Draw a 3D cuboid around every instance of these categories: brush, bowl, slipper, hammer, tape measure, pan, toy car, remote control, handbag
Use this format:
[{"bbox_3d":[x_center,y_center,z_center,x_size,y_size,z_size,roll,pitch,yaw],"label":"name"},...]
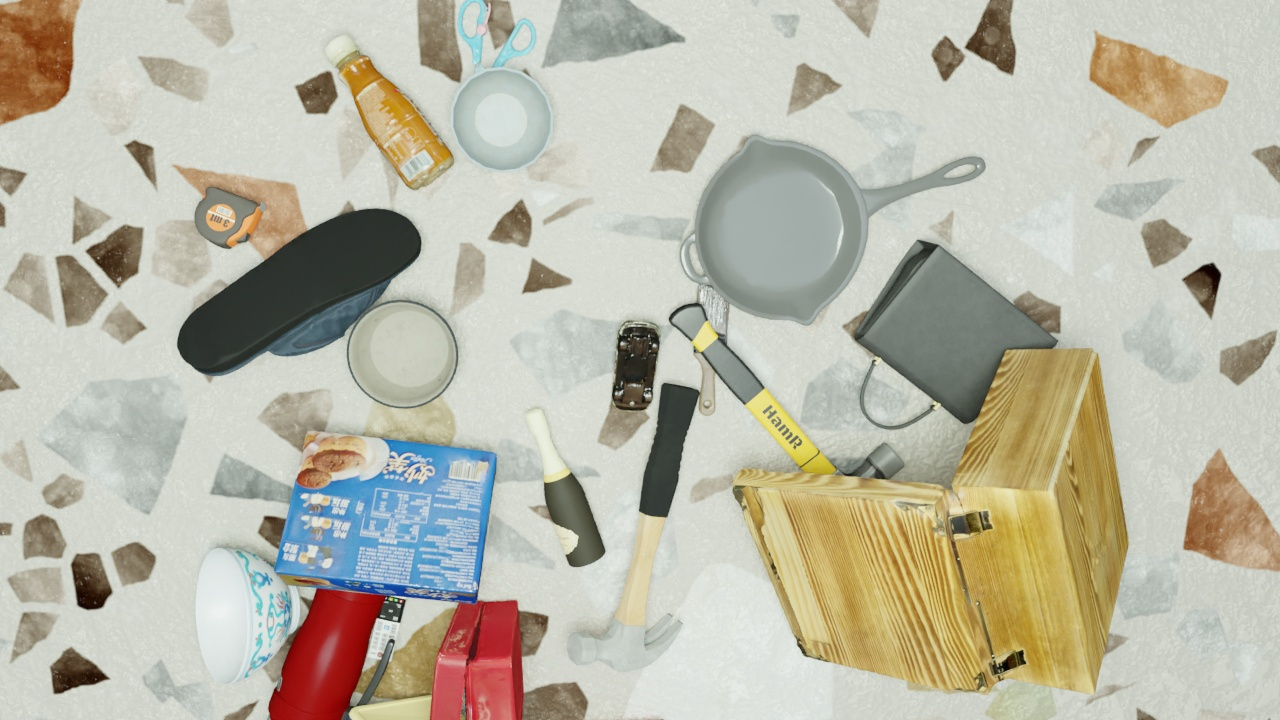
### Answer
[{"bbox_3d":[0.079,-0.011,1.042,0.039,0.012,0.151,3,99,-5],"label":"brush"},{"bbox_3d":[-0.423,0.274,1.005,0.074,0.144,0.144,2,102,-45],"label":"bowl"},{"bbox_3d":[-0.146,-0.253,0.967,0.106,0.039,0.106,-3,106,-9],"label":"bowl"},{"bbox_3d":[-0.348,-0.062,0.974,0.265,0.083,0.109,-35,62,-11],"label":"slipper"},{"bbox_3d":[0.011,0.189,1.040,0.131,0.039,0.328,11,93,-33],"label":"hammer"},{"bbox_3d":[-0.436,-0.148,0.969,0.058,0.038,0.058,20,83,-8],"label":"tape measure"},{"bbox_3d":[-0.252,-0.010,0.992,0.115,0.059,0.115,-1,99,-4],"label":"bowl"},{"bbox_3d":[0.213,-0.164,1.021,0.354,0.024,0.216,-19,100,-1],"label":"pan"},{"bbox_3d":[-0.006,0.006,1.027,0.048,0.040,0.113,5,116,-5],"label":"toy car"},{"bbox_3d":[-0.288,0.287,1.061,0.028,0.012,0.124,14,98,-7],"label":"remote control"},{"bbox_3d":[0.144,0.064,1.043,0.170,0.034,0.324,-41,102,4],"label":"hammer"},{"bbox_3d":[0.328,-0.003,1.039,0.176,0.072,0.196,36,99,-9],"label":"handbag"}]

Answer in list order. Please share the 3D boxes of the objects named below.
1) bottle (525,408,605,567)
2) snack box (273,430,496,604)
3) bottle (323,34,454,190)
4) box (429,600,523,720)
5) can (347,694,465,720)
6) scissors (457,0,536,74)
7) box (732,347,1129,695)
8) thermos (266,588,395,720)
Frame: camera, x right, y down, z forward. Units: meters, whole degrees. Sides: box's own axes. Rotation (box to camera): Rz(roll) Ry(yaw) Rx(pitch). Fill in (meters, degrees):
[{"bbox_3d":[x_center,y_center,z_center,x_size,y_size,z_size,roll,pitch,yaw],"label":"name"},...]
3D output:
[{"bbox_3d":[-0.090,0.141,1.036,0.045,0.045,0.184,-19,100,-1],"label":"bottle"},{"bbox_3d":[-0.265,0.168,0.981,0.202,0.069,0.154,7,66,-6],"label":"snack box"},{"bbox_3d":[-0.264,-0.259,0.951,0.059,0.059,0.167,-36,100,1],"label":"bottle"},{"bbox_3d":[-0.172,0.349,1.008,0.097,0.157,0.130,2,100,-2],"label":"box"},{"bbox_3d":[-0.272,0.445,1.029,0.135,0.075,0.104,12,97,-48],"label":"can"},{"bbox_3d":[-0.153,-0.310,0.979,0.095,0.015,0.142,4,105,-5],"label":"scissors"},{"bbox_3d":[0.320,0.181,1.005,0.337,0.285,0.279,-1,124,35],"label":"box"},{"bbox_3d":[-0.338,0.332,1.027,0.108,0.084,0.198,21,95,-1],"label":"thermos"}]
